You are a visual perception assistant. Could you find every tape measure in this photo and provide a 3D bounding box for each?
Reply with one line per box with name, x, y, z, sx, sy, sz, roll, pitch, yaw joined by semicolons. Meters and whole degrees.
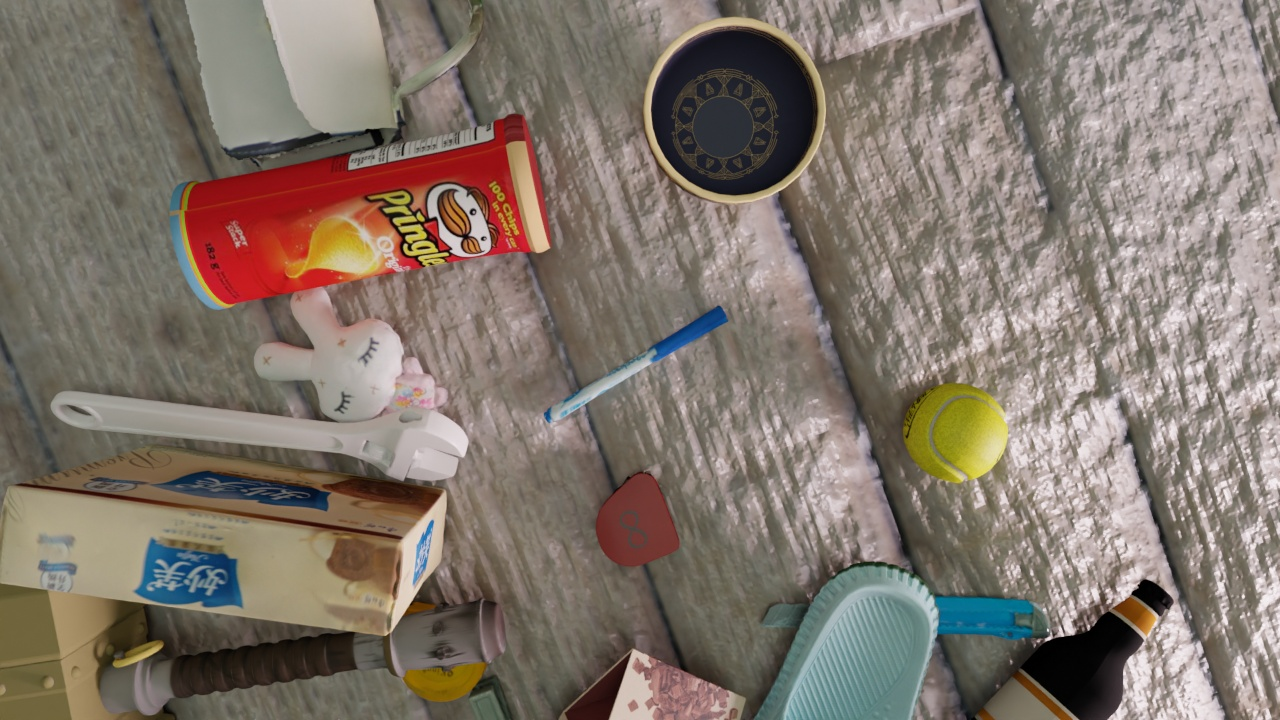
tape measure;-0.132;0.198;0.621;0.068;0.030;0.059;10;92;1
tape measure;-0.006;0.109;0.627;0.051;0.019;0.059;-21;87;1

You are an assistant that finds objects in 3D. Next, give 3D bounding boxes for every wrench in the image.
wrench;-0.248;0.045;0.599;0.273;0.066;0.018;6;50;1

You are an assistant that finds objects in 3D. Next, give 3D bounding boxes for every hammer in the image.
hammer;-0.248;0.193;0.576;0.325;0.100;0.190;-9;94;0

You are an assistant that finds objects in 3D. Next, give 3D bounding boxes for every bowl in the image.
bowl;0.056;-0.155;0.592;0.112;0.061;0.112;0;93;-3

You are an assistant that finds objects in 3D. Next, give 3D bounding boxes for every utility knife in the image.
utility knife;0.187;0.181;0.643;0.207;0.015;0.031;1;89;-1

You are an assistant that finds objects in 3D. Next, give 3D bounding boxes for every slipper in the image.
slipper;0.125;0.267;0.613;0.116;0.069;0.276;20;97;0

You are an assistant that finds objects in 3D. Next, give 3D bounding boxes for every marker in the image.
marker;-0.004;0.004;0.625;0.142;0.013;0.013;-31;94;0

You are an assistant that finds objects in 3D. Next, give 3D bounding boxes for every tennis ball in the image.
tennis ball;0.208;0.047;0.609;0.065;0.065;0.065;0;93;-3

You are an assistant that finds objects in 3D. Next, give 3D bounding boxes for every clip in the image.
clip;-0.096;0.257;0.628;0.023;0.043;0.076;-19;95;0

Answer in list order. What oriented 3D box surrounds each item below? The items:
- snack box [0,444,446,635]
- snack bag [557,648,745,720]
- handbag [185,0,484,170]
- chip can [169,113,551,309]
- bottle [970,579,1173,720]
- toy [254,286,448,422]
snack box;-0.231;0.101;0.549;0.207;0.153;0.055;9;92;-3
snack bag;-0.020;0.292;0.599;0.094;0.070;0.206;30;92;-22
handbag;-0.186;-0.209;0.572;0.176;0.074;0.151;-11;94;-2
chip can;-0.169;-0.092;0.575;0.213;0.087;0.087;-11;94;-1
bottle;0.293;0.223;0.627;0.059;0.059;0.181;43;91;-4
toy;-0.188;0.006;0.604;0.125;0.037;0.076;31;96;0
